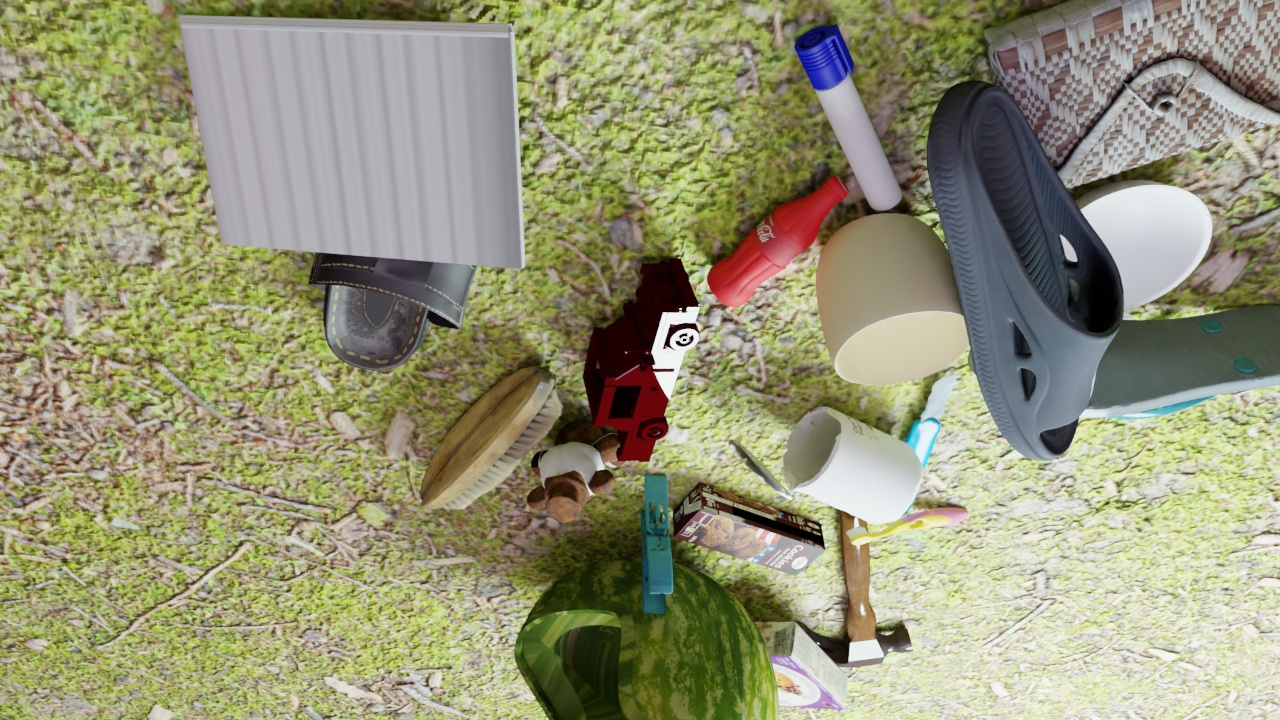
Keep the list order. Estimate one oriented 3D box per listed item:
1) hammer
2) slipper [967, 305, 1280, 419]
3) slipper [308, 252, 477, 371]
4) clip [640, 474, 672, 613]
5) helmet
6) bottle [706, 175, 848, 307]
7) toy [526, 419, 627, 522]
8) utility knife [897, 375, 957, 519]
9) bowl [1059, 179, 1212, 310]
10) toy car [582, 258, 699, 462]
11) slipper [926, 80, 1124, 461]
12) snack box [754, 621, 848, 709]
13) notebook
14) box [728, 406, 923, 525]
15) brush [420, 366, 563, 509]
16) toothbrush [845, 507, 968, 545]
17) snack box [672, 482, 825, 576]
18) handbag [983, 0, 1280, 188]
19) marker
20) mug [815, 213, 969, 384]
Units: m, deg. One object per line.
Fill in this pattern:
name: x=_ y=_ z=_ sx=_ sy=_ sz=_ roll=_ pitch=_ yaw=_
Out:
hammer: x=0.225 y=0.230 z=0.957 sx=0.115 sy=0.033 sz=0.323 roll=-10 pitch=132 yaw=6
slipper: x=0.389 y=0.011 z=0.702 sx=0.269 sy=0.098 sz=0.055 roll=-5 pitch=132 yaw=3
slipper: x=-0.163 y=-0.077 z=0.628 sx=0.113 sy=0.075 sz=0.269 roll=19 pitch=131 yaw=-18
clip: x=0.015 y=0.159 z=0.825 sx=0.028 sy=0.126 sz=0.114 roll=1 pitch=143 yaw=-2
helmet: x=0.012 y=0.307 z=0.886 sx=0.242 sy=0.247 sz=0.214 roll=3 pitch=126 yaw=-32
bottle: x=0.098 y=-0.085 z=0.650 sx=0.036 sy=0.036 sz=0.119 roll=30 pitch=126 yaw=-26
toy: x=-0.054 y=0.093 z=0.772 sx=0.087 sy=0.112 sz=0.067 roll=-16 pitch=120 yaw=15
utility knife: x=0.250 y=0.083 z=0.826 sx=0.031 sy=0.015 sz=0.206 roll=1 pitch=138 yaw=-3
bowl: x=0.333 y=-0.087 z=0.646 sx=0.110 sy=0.040 sz=0.110 roll=0 pitch=134 yaw=0
toy car: x=-0.004 y=0.004 z=0.710 sx=0.061 sy=0.070 sz=0.170 roll=0 pitch=135 yaw=-17
slipper: x=0.258 y=-0.053 z=0.574 sx=0.083 sy=0.110 sz=0.268 roll=2 pitch=130 yaw=45
snack box: x=0.136 y=0.342 z=1.029 sx=0.148 sy=0.040 sz=0.143 roll=-12 pitch=135 yaw=35
notebook: x=-0.174 y=-0.133 z=0.561 sx=0.210 sy=0.009 sz=0.143 roll=6 pitch=116 yaw=11
box: x=0.155 y=0.086 z=0.780 sx=0.166 sy=0.083 sz=0.092 roll=27 pitch=110 yaw=-22
brush: x=-0.129 y=0.070 z=0.783 sx=0.043 sy=0.059 sz=0.196 roll=22 pitch=129 yaw=-35
toothbrush: x=0.257 y=0.157 z=0.879 sx=0.135 sy=0.016 sz=0.021 roll=-8 pitch=123 yaw=-20
snack box: x=0.106 y=0.165 z=0.892 sx=0.140 sy=0.031 sz=0.051 roll=21 pitch=130 yaw=-19
handbag: x=0.312 y=-0.175 z=0.559 sx=0.186 sy=0.046 sz=0.124 roll=-17 pitch=130 yaw=15
marker: x=0.138 y=-0.153 z=0.593 sx=0.027 sy=0.023 sz=0.133 roll=-13 pitch=134 yaw=30
mug: x=0.171 y=-0.043 z=0.649 sx=0.096 sy=0.099 sz=0.120 roll=-4 pitch=149 yaw=-4
